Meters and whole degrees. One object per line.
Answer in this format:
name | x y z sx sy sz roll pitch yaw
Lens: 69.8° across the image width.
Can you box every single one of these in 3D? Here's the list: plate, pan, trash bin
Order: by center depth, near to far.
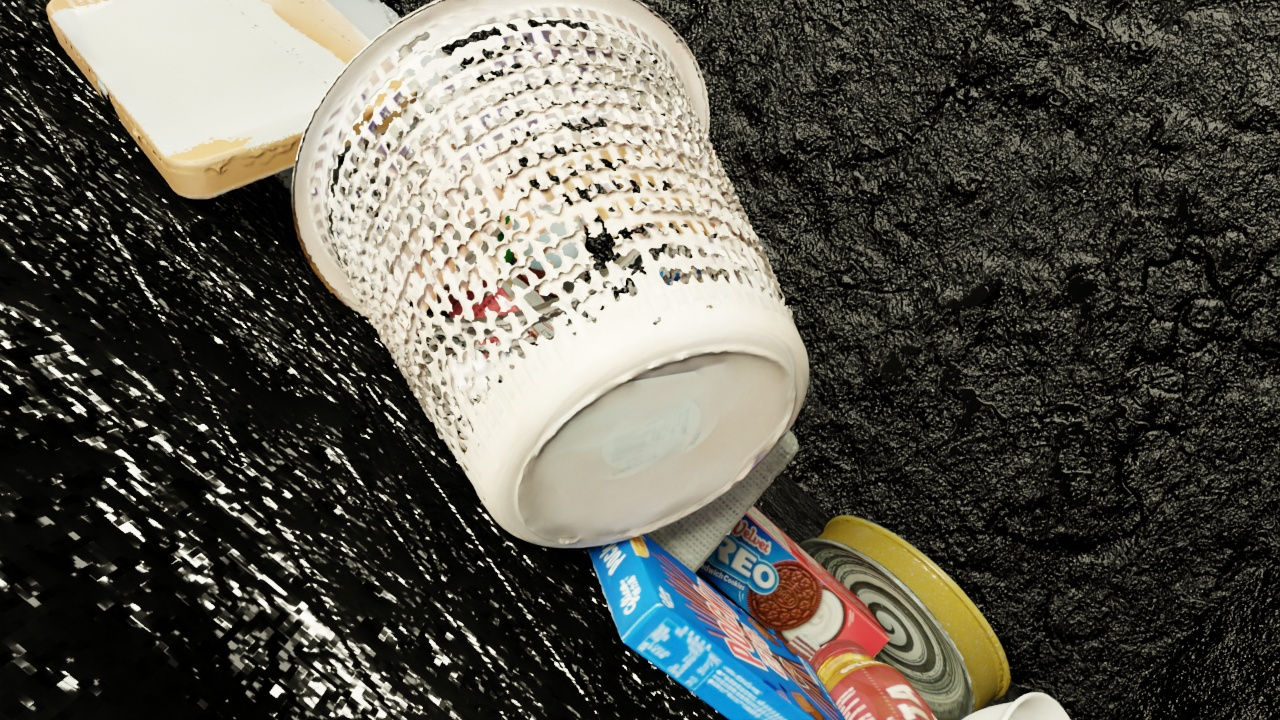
trash bin | -0.030 -0.030 0.436 0.227 0.228 0.192 38 19 -53
plate | 0.193 0.209 0.730 0.179 0.024 0.180 42 -27 27
pan | 0.215 0.229 0.874 0.197 0.078 0.358 54 -19 0

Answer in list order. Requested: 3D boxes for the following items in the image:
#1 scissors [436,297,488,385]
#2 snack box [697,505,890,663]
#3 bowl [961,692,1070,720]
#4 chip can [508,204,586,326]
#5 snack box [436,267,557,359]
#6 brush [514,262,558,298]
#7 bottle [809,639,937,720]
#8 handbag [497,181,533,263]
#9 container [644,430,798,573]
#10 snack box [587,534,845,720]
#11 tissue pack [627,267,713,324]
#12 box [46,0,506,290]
scissors | -0.130 -0.024 0.676 0.159 0.014 0.170 45 5 23
snack box | 0.085 0.147 0.663 0.207 0.057 0.058 42 6 -13
bowl | 0.194 0.244 0.509 0.065 0.118 0.118 -14 -46 46
chip can | -0.089 -0.083 0.909 0.071 0.071 0.215 43 -13 7
snack box | -0.085 -0.016 0.671 0.127 0.044 0.113 50 7 30
brush | -0.071 -0.026 0.774 0.146 0.069 0.063 35 0 22
bottle | 0.135 0.207 0.475 0.057 0.057 0.175 42 4 -17
handbag | -0.159 -0.136 0.847 0.068 0.120 0.131 38 3 26
container | 0.025 0.061 0.544 0.090 0.114 0.090 43 3 -2
snack box | 0.044 0.146 0.452 0.157 0.026 0.084 41 4 -21
tissue pack | -0.004 0.004 0.604 0.052 0.157 0.095 53 12 30
box | -0.205 -0.125 0.538 0.183 0.192 0.157 45 -38 30
